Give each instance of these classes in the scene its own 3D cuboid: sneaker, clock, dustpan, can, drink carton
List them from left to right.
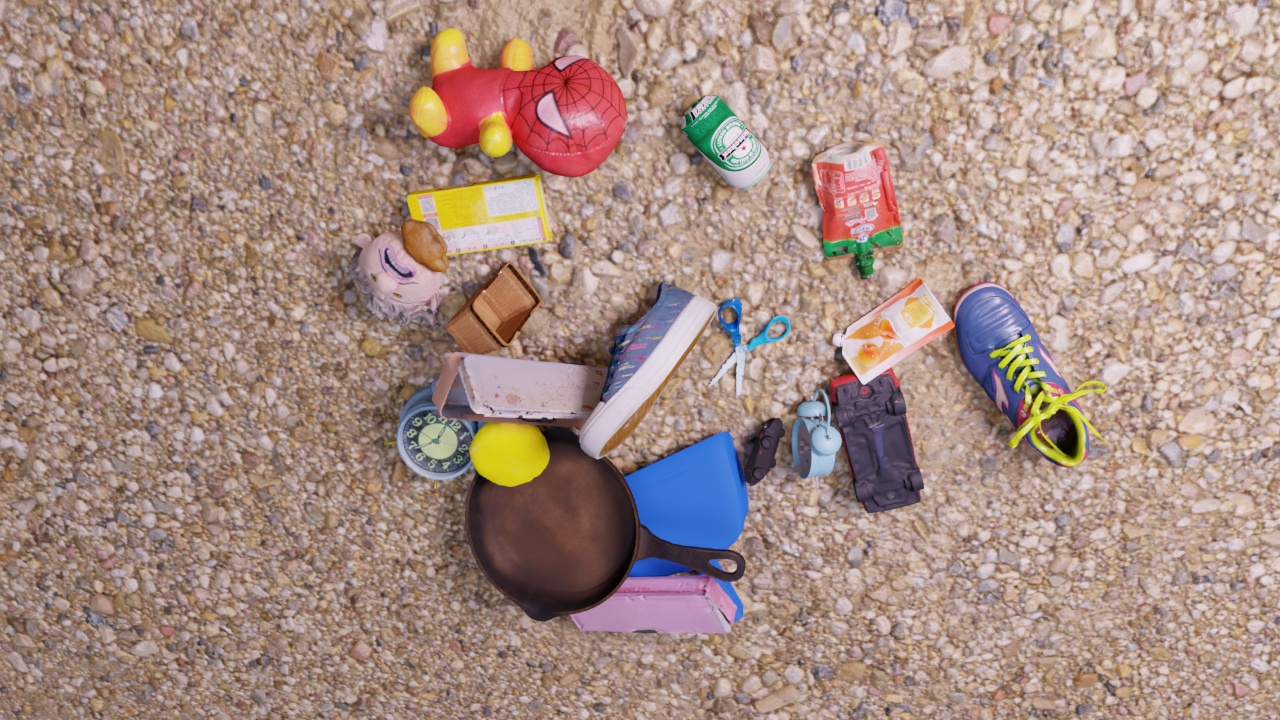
[{"bbox_3d":[-0.234,0.080,1.138,0.118,0.060,0.162,42,108,-12],"label":"clock"},{"bbox_3d":[-0.006,0.006,1.020,0.079,0.234,0.088,34,153,8],"label":"sneaker"},{"bbox_3d":[0.061,0.240,1.186,0.246,0.059,0.257,-27,100,16],"label":"dustpan"},{"bbox_3d":[0.090,-0.230,0.967,0.053,0.053,0.101,-40,105,20],"label":"can"},{"bbox_3d":[0.206,0.089,1.088,0.042,0.087,0.123,-2,127,-9],"label":"clock"},{"bbox_3d":[0.285,-0.032,1.046,0.122,0.038,0.069,-36,73,18],"label":"drink carton"},{"bbox_3d":[0.438,0.018,1.031,0.116,0.091,0.242,-32,108,20],"label":"sneaker"}]

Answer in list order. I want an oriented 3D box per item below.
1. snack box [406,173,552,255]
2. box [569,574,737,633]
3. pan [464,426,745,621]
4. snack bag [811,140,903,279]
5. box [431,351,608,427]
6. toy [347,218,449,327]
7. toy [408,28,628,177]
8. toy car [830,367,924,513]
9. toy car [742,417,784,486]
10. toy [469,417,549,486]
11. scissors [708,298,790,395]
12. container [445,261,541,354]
[{"bbox_3d":[-0.182,-0.163,1.038,0.152,0.025,0.075,-7,114,8],"label":"snack box"},{"bbox_3d":[0.001,0.317,1.186,0.233,0.046,0.098,-8,137,29],"label":"box"},{"bbox_3d":[-0.044,0.212,1.130,0.356,0.043,0.249,10,99,15],"label":"pan"},{"bbox_3d":[0.237,-0.158,0.998,0.087,0.044,0.155,-10,118,15],"label":"snack bag"},{"bbox_3d":[-0.121,0.045,1.046,0.216,0.095,0.108,6,147,-38],"label":"box"},{"bbox_3d":[-0.265,-0.097,1.025,0.132,0.076,0.176,39,142,-10],"label":"toy"},{"bbox_3d":[-0.119,-0.259,0.941,0.216,0.099,0.147,13,72,2],"label":"toy"},{"bbox_3d":[0.284,0.098,1.100,0.082,0.056,0.189,-14,111,13],"label":"toy car"},{"bbox_3d":[0.149,0.110,1.128,0.036,0.042,0.092,22,117,23],"label":"toy car"},{"bbox_3d":[-0.156,0.110,1.095,0.095,0.041,0.094,4,118,-4],"label":"toy"},{"bbox_3d":[0.110,-0.018,1.089,0.103,0.015,0.134,32,118,-14],"label":"scissors"},{"bbox_3d":[-0.169,-0.054,1.046,0.061,0.113,0.063,-28,110,30],"label":"container"}]
